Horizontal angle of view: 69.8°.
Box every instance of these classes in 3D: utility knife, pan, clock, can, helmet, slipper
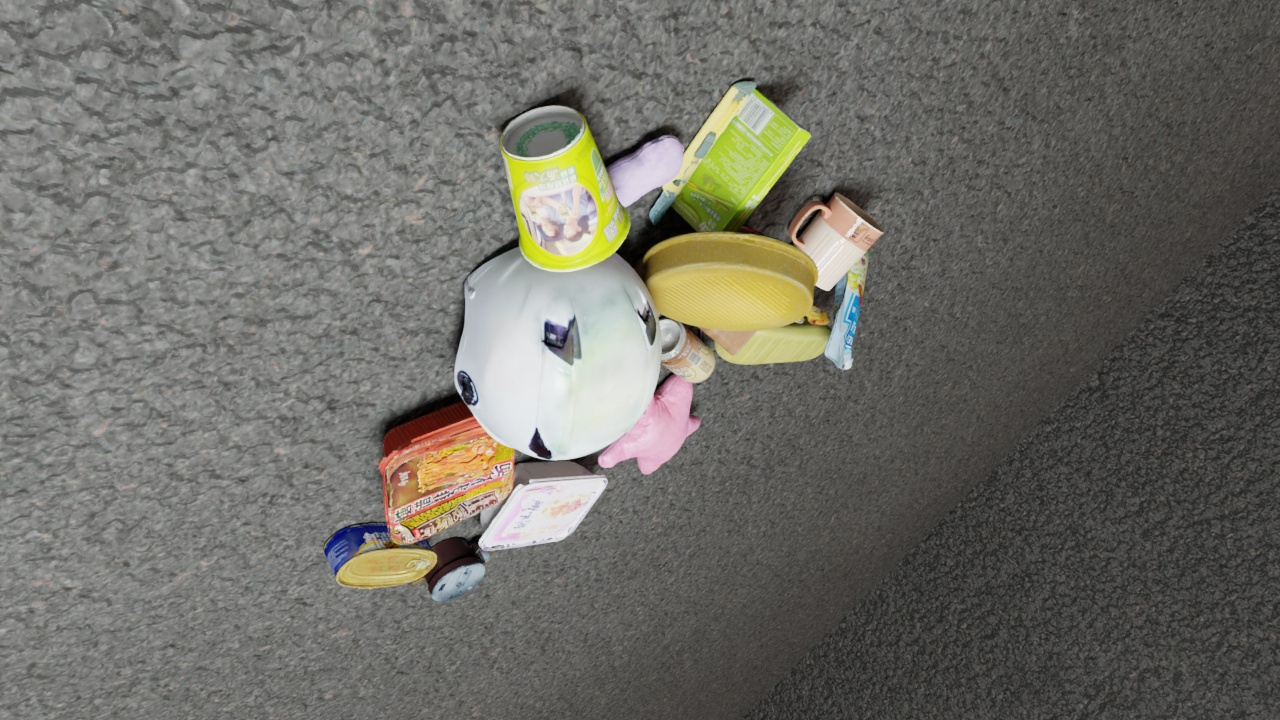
[{"bbox_3d":[0.062,-0.226,1.000,0.031,0.020,0.188,19,122,-36],"label":"utility knife"},{"bbox_3d":[0.144,-0.077,1.093,0.198,0.078,0.357,-6,159,35],"label":"pan"},{"bbox_3d":[-0.257,0.293,1.298,0.121,0.055,0.082,-3,133,-46],"label":"clock"},{"bbox_3d":[-0.330,0.248,1.168,0.075,0.049,0.148,-50,148,18],"label":"can"},{"bbox_3d":[0.054,-0.012,1.224,0.058,0.058,0.116,-43,149,7],"label":"can"},{"bbox_3d":[-0.066,0.003,0.972,0.228,0.146,0.259,-12,117,-33],"label":"helmet"},{"bbox_3d":[0.185,-0.043,1.305,0.190,0.081,0.092,2,145,-27],"label":"slipper"}]

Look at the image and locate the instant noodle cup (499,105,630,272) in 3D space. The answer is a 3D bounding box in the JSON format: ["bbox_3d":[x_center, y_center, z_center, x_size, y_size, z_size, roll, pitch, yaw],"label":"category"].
[{"bbox_3d":[-0.075,-0.165,0.853,0.111,0.111,0.123,-31,141,-13],"label":"instant noodle cup"}]

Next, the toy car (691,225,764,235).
[{"bbox_3d":[0.107,-0.145,1.120,0.120,0.045,0.053,8,124,-43],"label":"toy car"}]

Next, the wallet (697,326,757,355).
[{"bbox_3d":[0.123,-0.077,1.199,0.101,0.020,0.115,39,101,-19],"label":"wallet"}]

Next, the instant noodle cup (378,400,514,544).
[{"bbox_3d":[-0.231,0.121,1.078,0.164,0.079,0.189,-21,145,-28],"label":"instant noodle cup"}]

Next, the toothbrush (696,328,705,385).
[{"bbox_3d":[0.087,-0.024,1.288,0.017,0.014,0.189,-36,150,-24],"label":"toothbrush"}]

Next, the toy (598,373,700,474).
[{"bbox_3d":[0.030,0.088,1.320,0.179,0.074,0.194,-57,150,9],"label":"toy"}]

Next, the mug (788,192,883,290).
[{"bbox_3d":[0.246,-0.162,1.217,0.114,0.081,0.106,23,117,-34],"label":"mug"}]

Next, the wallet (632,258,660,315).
[{"bbox_3d":[-0.004,-0.067,1.120,0.090,0.033,0.115,13,119,-52],"label":"wallet"}]

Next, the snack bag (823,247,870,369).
[{"bbox_3d":[0.292,-0.082,1.296,0.110,0.039,0.190,41,58,-68],"label":"snack bag"}]

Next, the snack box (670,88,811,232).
[{"bbox_3d":[0.105,-0.207,0.997,0.026,0.085,0.157,10,124,-52],"label":"snack box"}]

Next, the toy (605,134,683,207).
[{"bbox_3d":[0.001,-0.192,0.952,0.108,0.039,0.084,-35,149,-8],"label":"toy"}]

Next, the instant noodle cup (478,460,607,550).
[{"bbox_3d":[-0.145,0.195,1.285,0.173,0.060,0.138,5,128,-48],"label":"instant noodle cup"}]
